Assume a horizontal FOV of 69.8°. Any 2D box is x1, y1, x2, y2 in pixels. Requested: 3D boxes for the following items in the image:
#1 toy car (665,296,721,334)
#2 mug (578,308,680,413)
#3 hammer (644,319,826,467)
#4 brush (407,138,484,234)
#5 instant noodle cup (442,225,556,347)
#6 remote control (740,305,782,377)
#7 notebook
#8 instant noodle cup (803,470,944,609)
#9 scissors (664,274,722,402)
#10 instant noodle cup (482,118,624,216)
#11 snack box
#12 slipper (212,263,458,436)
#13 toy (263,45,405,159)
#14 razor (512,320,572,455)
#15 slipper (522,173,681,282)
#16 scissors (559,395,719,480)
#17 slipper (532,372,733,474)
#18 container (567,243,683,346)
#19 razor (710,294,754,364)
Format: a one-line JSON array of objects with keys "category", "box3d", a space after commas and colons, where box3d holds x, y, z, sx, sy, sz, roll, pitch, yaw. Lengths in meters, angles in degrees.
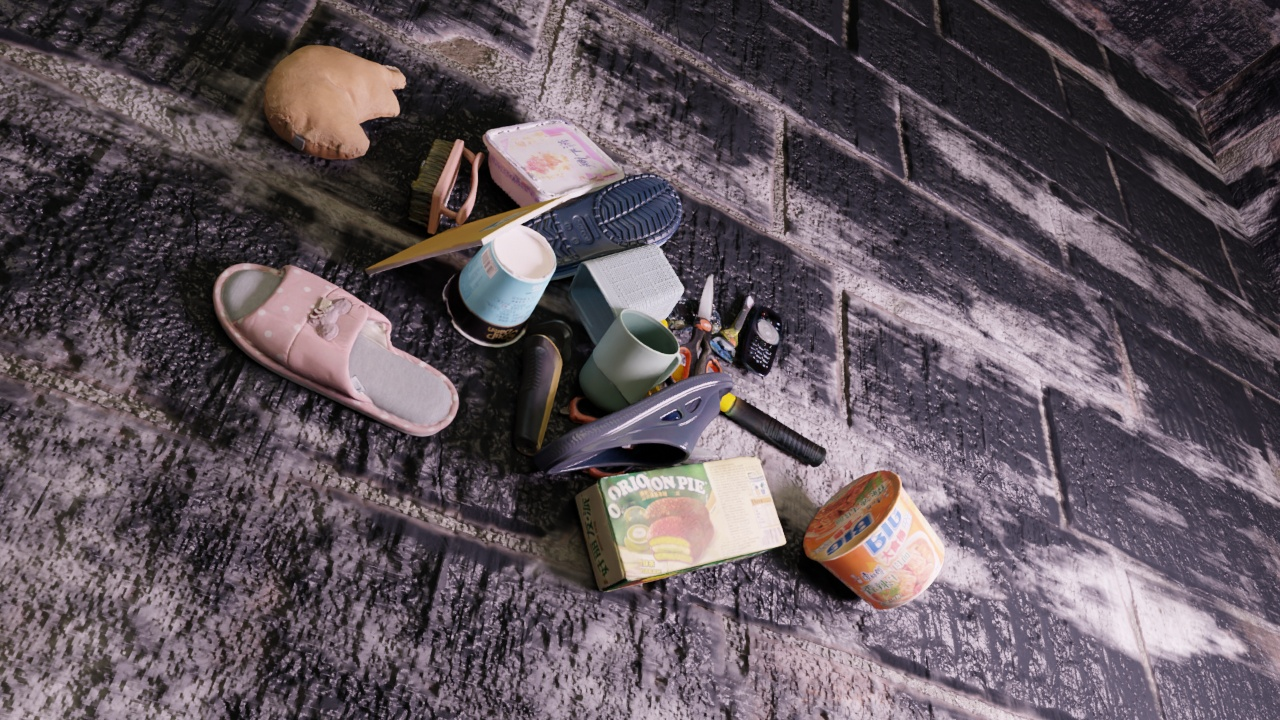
[{"category": "toy car", "box3d": [0.066, -0.061, 1.254, 0.105, 0.031, 0.049, 6, 57, -39]}, {"category": "mug", "box3d": [-0.007, 0.006, 1.096, 0.111, 0.107, 0.082, 11, 35, -41]}, {"category": "hammer", "box3d": [0.118, 0.059, 1.208, 0.300, 0.033, 0.128, 30, 48, -14]}, {"category": "brush", "box3d": [-0.235, -0.221, 1.131, 0.073, 0.063, 0.145, 14, 45, -6]}, {"category": "instant noodle cup", "box3d": [-0.155, -0.092, 1.059, 0.111, 0.121, 0.111, 18, 51, -24]}, {"category": "remote control", "box3d": [0.170, -0.025, 1.308, 0.053, 0.024, 0.136, 33, 46, -10]}, {"category": "notebook", "box3d": [-0.194, -0.140, 1.021, 0.145, 0.207, 0.010, -39, 113, -45]}, {"category": "instant noodle cup", "box3d": [0.296, 0.228, 1.143, 0.111, 0.152, 0.151, 47, 45, -9]}, {"category": "scissors", "box3d": [0.070, -0.042, 1.207, 0.125, 0.022, 0.234, 10, 54, -29]}, {"category": "instant noodle cup", "box3d": [-0.122, -0.252, 1.223, 0.138, 0.060, 0.173, 45, 38, 14]}, {"category": "snack box", "box3d": [0.049, 0.182, 1.046, 0.239, 0.063, 0.114, -4, 69, -36]}, {"category": "slipper", "box3d": [-0.308, -0.015, 0.946, 0.274, 0.055, 0.113, 34, 47, -11]}, {"category": "toy", "box3d": [-0.364, -0.331, 1.115, 0.143, 0.083, 0.225, 36, 43, -16]}, {"category": "razor", "box3d": [-0.115, 0.031, 1.057, 0.067, 0.062, 0.167, 47, 41, -45]}, {"category": "slipper", "box3d": [-0.055, -0.158, 1.201, 0.252, 0.095, 0.105, -26, 75, -25]}, {"category": "scissors", "box3d": [0.001, 0.110, 1.104, 0.197, 0.015, 0.213, 51, 45, 6]}, {"category": "slipper", "box3d": [0.005, 0.090, 1.039, 0.267, 0.111, 0.083, -19, 78, -36]}, {"category": "container", "box3d": [-0.017, -0.084, 1.155, 0.111, 0.090, 0.090, -22, 73, -27]}, {"category": "razor", "box3d": [0.139, -0.053, 1.309, 0.042, 0.022, 0.142, 40, 45, -7]}]
